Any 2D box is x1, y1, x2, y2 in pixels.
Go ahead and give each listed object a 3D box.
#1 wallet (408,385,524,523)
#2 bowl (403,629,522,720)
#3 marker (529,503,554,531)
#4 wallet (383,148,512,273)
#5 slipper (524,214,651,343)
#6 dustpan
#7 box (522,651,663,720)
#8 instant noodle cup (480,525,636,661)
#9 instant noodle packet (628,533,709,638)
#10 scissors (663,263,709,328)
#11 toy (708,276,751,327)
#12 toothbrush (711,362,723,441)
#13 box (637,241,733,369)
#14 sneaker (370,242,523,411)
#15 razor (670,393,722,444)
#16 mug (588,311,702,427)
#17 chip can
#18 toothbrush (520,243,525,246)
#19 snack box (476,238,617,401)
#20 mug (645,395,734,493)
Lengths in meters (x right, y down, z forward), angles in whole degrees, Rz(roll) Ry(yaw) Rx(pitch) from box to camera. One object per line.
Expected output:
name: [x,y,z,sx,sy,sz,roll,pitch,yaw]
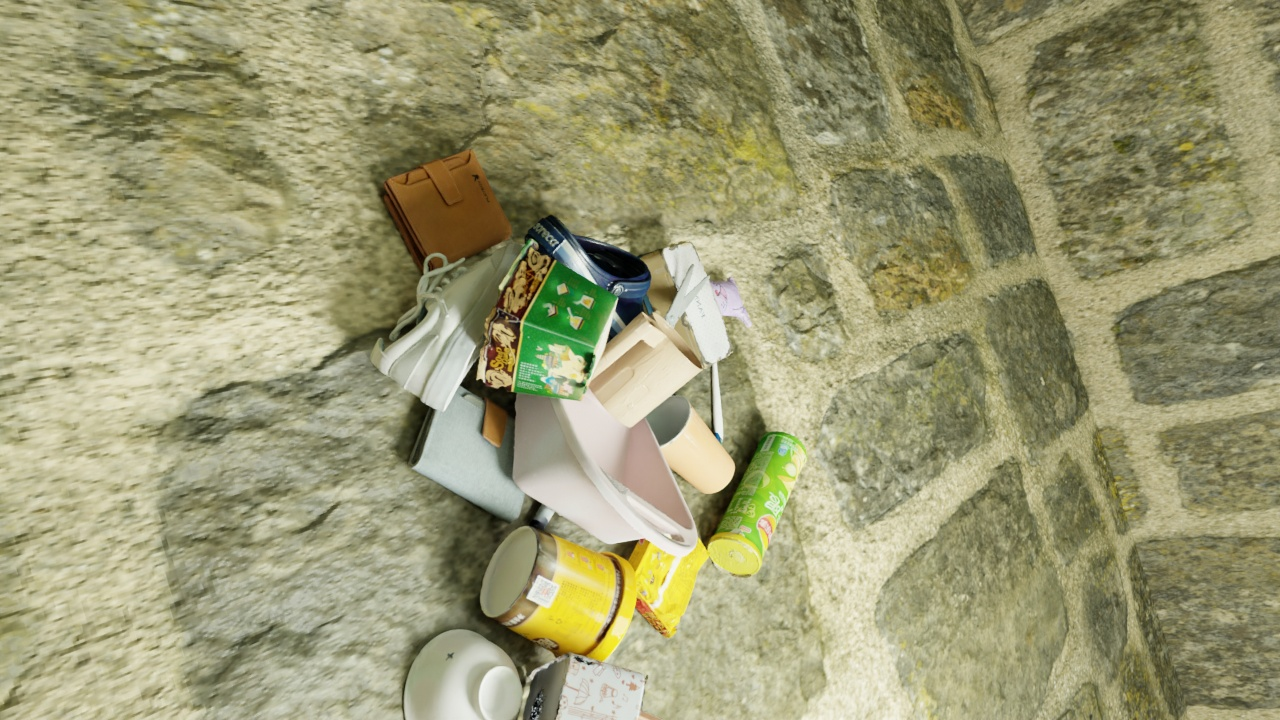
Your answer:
wallet: [-0.160,0.088,0.917,0.129,0.037,0.106,38,51,-35]
bowl: [-0.146,0.303,0.829,0.118,0.065,0.118,21,61,-44]
marker: [-0.094,0.152,0.984,0.130,0.018,0.023,-58,145,-43]
wallet: [-0.202,-0.158,0.969,0.131,0.031,0.108,-38,107,-50]
slipper: [-0.042,-0.090,1.017,0.105,0.095,0.253,50,1,34]
dustpan: [-0.022,0.082,0.966,0.222,0.139,0.272,38,44,-41]
box: [-0.028,0.393,0.855,0.226,0.157,0.179,33,52,-26]
instant noodle cup: [-0.083,0.226,0.896,0.114,0.119,0.118,34,52,-28]
instant noodle packet: [0.029,0.238,1.072,0.111,0.044,0.128,57,45,-28]
scissors: [0.026,-0.049,1.148,0.140,0.012,0.171,3,85,-21]
toy: [0.110,-0.084,1.291,0.107,0.039,0.083,1,60,-50]
toothbrush: [0.106,0.027,1.265,0.016,0.016,0.180,19,63,-43]
box: [0.054,-0.076,1.214,0.089,0.059,0.184,-22,91,-52]
sneaker: [-0.186,-0.051,0.911,0.091,0.090,0.241,28,39,-5]
razor: [0.059,0.070,1.189,0.143,0.022,0.042,49,18,-21]
mug: [-0.006,0.006,0.990,0.084,0.104,0.124,55,13,29]
chip can: [0.160,0.184,1.223,0.072,0.073,0.220,55,42,-19]
toothbrush: [-0.074,-0.108,1.109,0.191,0.016,0.018,17,72,-46]
snack box: [-0.085,-0.028,0.888,0.105,0.118,0.117,20,45,1]
mug: [0.061,0.110,1.140,0.123,0.078,0.078,48,45,-34]
